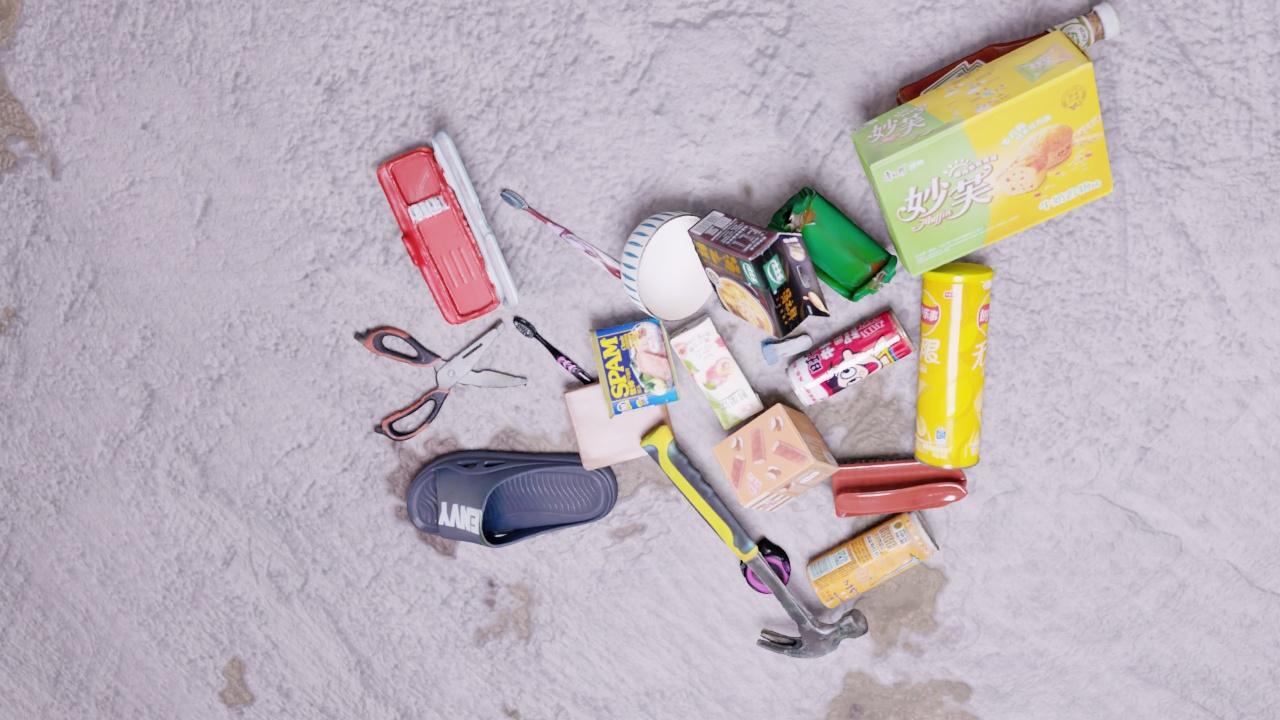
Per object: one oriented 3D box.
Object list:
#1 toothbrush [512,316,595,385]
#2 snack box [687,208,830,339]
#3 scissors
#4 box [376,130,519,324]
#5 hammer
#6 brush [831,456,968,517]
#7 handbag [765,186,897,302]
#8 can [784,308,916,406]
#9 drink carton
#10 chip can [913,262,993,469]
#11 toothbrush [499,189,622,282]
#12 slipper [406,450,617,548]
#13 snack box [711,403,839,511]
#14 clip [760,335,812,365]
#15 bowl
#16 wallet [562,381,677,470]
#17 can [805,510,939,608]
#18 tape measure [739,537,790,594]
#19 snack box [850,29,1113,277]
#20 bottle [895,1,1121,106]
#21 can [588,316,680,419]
[{"bbox_3d":[-0.077,0.013,1.076,0.189,0.017,0.014,41,106,-5],"label":"toothbrush"},{"bbox_3d":[0.120,-0.088,0.939,0.053,0.126,0.113,-40,129,-13],"label":"snack box"},{"bbox_3d":[-0.247,0.022,1.108,0.225,0.015,0.189,17,108,5],"label":"scissors"},{"bbox_3d":[-0.204,-0.146,1.023,0.155,0.073,0.201,-13,105,43],"label":"box"},{"bbox_3d":[0.111,0.210,1.052,0.126,0.031,0.323,-39,91,32],"label":"hammer"},{"bbox_3d":[0.289,0.142,1.024,0.146,0.069,0.063,-7,106,11],"label":"brush"},{"bbox_3d":[0.195,-0.117,0.938,0.131,0.120,0.068,39,103,-1],"label":"handbag"},{"bbox_3d":[0.227,-0.002,1.000,0.133,0.053,0.053,-30,99,16],"label":"can"},{"bbox_3d":[0.085,0.013,1.032,0.053,0.045,0.122,-31,100,6],"label":"drink carton"},{"bbox_3d":[0.330,0.005,0.976,0.072,0.072,0.213,1,107,9],"label":"chip can"},{"bbox_3d":[-0.079,-0.136,1.031,0.187,0.017,0.016,35,109,-1],"label":"toothbrush"},{"bbox_3d":[-0.163,0.168,1.103,0.268,0.083,0.111,-6,103,10],"label":"slipper"},{"bbox_3d":[0.149,0.109,1.012,0.094,0.092,0.077,-37,64,18],"label":"snack box"},{"bbox_3d":[0.164,-0.014,1.026,0.058,0.043,0.027,-14,101,5],"label":"clip"},{"bbox_3d":[0.024,-0.106,0.987,0.066,0.116,0.116,28,116,48],"label":"bowl"},{"bbox_3d":[-0.023,0.069,1.069,0.115,0.020,0.101,-16,103,-1],"label":"wallet"},{"bbox_3d":[0.266,0.229,1.059,0.146,0.058,0.058,-33,98,17],"label":"can"},{"bbox_3d":[0.151,0.249,1.094,0.058,0.039,0.057,42,108,-4],"label":"tape measure"},{"bbox_3d":[0.330,-0.192,0.884,0.210,0.070,0.158,-24,132,15],"label":"snack box"},{"bbox_3d":[0.356,-0.283,0.891,0.206,0.059,0.060,-24,101,16],"label":"bottle"},{"bbox_3d":[-0.006,0.006,1.023,0.083,0.057,0.102,-14,83,0],"label":"can"}]
